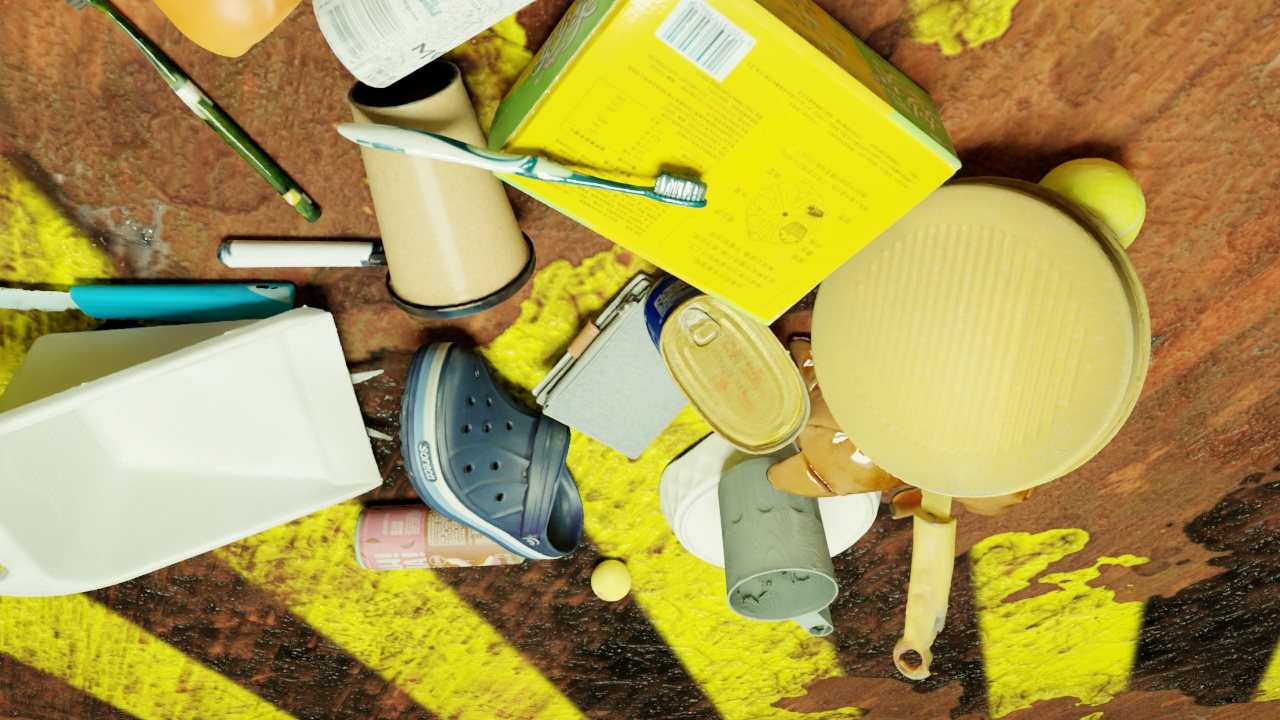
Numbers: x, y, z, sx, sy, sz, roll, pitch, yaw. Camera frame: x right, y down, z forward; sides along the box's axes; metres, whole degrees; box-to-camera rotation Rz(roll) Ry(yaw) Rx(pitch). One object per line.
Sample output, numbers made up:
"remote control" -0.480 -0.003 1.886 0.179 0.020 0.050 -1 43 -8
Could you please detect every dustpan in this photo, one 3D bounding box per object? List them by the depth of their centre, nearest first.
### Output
"dustpan" -0.340 0.084 0.644 0.258 0.142 0.223 2 140 -2

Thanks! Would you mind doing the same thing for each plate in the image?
"plate" 0.119 0.130 0.823 0.205 0.045 0.205 -1 138 -1

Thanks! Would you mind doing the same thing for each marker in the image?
"marker" -0.208 -0.069 0.598 0.130 0.022 0.018 -1 112 -4

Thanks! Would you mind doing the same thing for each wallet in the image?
"wallet" -0.004 0.004 0.675 0.106 0.037 0.130 30 116 -28

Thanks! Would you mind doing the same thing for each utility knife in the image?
"utility knife" -0.348 -0.040 0.623 0.223 0.018 0.034 1 140 -6

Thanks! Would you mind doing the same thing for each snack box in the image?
"snack box" 0.045 -0.125 0.510 0.210 0.069 0.158 25 132 -28

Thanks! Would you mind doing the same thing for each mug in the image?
"mug" 0.114 0.150 0.734 0.084 0.103 0.124 -23 135 21

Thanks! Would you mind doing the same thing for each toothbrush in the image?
"toothbrush" -0.057 -0.102 0.468 0.191 0.016 0.018 10 126 -9
"toothbrush" -0.250 -0.143 0.519 0.017 0.012 0.186 -16 137 23

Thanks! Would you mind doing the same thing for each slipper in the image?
"slipper" -0.095 0.084 0.713 0.095 0.104 0.253 -9 141 18

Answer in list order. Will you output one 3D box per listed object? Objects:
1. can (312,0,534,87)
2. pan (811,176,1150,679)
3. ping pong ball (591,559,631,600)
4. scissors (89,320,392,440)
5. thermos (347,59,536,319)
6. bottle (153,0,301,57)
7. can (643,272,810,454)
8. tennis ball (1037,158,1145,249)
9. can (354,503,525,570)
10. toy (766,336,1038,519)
"can" -0.084 -0.189 0.440 0.147 0.058 0.058 -22 135 20
"pan" 0.200 0.062 0.597 0.198 0.078 0.358 17 107 34
"ping pong ball" -0.029 0.221 0.921 0.040 0.040 0.040 -2 139 -2
"scissors" -0.309 0.029 0.704 0.233 0.021 0.221 -29 133 29
"thermos" -0.116 -0.094 0.531 0.093 0.092 0.143 -7 130 4
"bottle" -0.223 -0.211 0.411 0.067 0.066 0.149 -26 126 24
"can" 0.060 0.001 0.634 0.075 0.049 0.148 -37 124 6
"tennis ball" 0.273 -0.091 0.565 0.065 0.065 0.066 -2 139 -2
"can" -0.177 0.157 0.828 0.147 0.057 0.058 -3 139 0
"toy" 0.200 0.053 0.701 0.199 0.140 0.130 5 179 -7
